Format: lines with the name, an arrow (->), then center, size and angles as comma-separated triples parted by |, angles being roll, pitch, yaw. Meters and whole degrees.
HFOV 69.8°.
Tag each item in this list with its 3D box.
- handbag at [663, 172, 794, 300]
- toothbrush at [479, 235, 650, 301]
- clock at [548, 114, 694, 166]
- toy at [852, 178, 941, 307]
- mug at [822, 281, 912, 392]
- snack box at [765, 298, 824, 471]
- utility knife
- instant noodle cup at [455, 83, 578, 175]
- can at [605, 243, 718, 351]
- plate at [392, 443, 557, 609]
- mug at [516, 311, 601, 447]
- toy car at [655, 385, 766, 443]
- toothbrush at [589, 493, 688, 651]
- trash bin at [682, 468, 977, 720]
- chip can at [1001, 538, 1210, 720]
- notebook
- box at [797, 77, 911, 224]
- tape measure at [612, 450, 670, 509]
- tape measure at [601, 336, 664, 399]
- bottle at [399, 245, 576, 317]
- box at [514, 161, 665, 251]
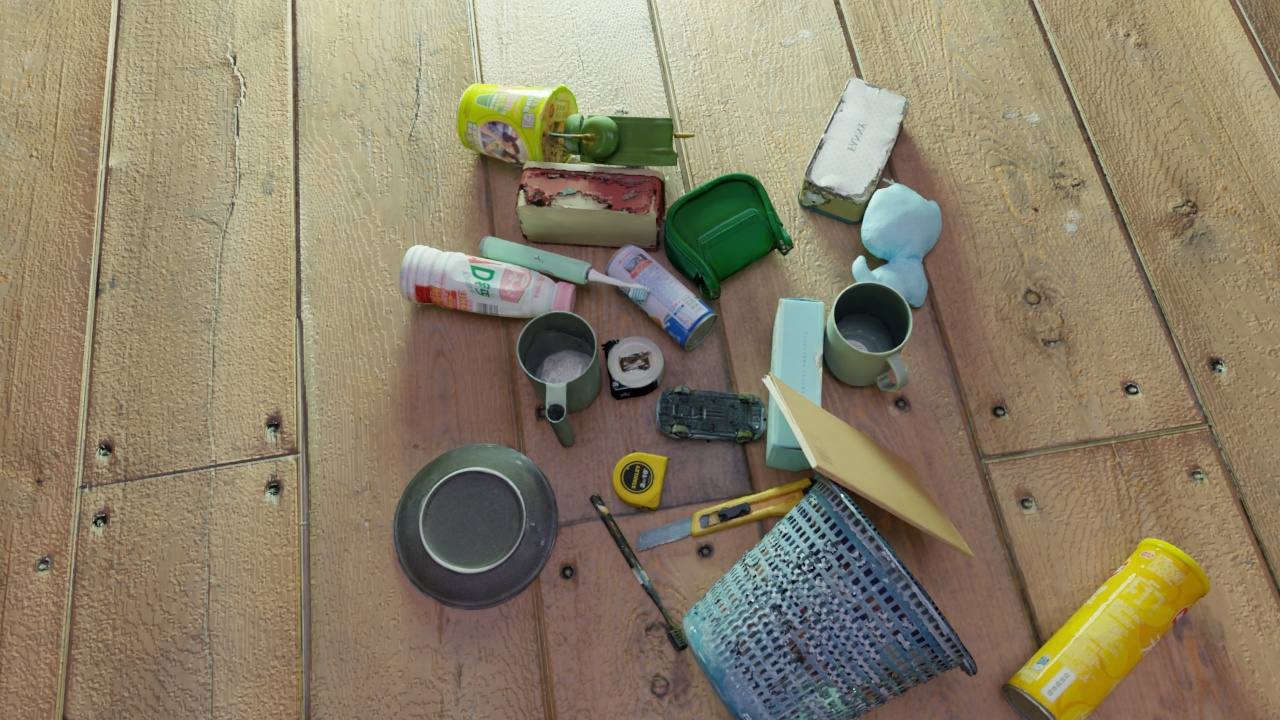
handbag -> 0.099, -0.145, 1.065 | 0.131, 0.068, 0.120 | -32, 71, -9
toothbrush -> -0.089, -0.107, 1.058 | 0.225, 0.026, 0.027 | 17, 81, 22
clock -> -0.028, -0.260, 1.080 | 0.161, 0.116, 0.056 | -5, 106, -26
toy -> 0.295, -0.135, 1.050 | 0.161, 0.050, 0.156 | -17, 89, -30
mug -> 0.246, -0.013, 0.982 | 0.082, 0.106, 0.111 | -28, 69, -9
snack box -> 0.167, 0.025, 0.988 | 0.051, 0.074, 0.174 | 5, 68, 5
utility knife -> 0.096, 0.164, 0.968 | 0.215, 0.015, 0.033 | -16, 65, -3
instant noodle cup -> -0.154, -0.289, 1.121 | 0.123, 0.112, 0.111 | 15, 69, 16
can -> 0.023, -0.074, 1.048 | 0.053, 0.053, 0.134 | -43, 72, -13
plate -> -0.177, 0.171, 0.975 | 0.179, 0.024, 0.179 | -1, 67, 2
mug -> -0.084, 0.024, 0.987 | 0.084, 0.103, 0.123 | -1, 69, 2
toy car -> 0.077, 0.061, 1.001 | 0.120, 0.037, 0.054 | 4, 67, -3
toothbrush -> -0.005, 0.217, 0.951 | 0.012, 0.017, 0.185 | -43, 67, 25
trash bin -> 0.155, 0.243, 0.843 | 0.195, 0.226, 0.226 | -37, 70, 2
chip can -> 0.446, 0.266, 0.877 | 0.213, 0.072, 0.072 | -39, 71, -13
notebook -> 0.216, 0.100, 0.877 | 0.012, 0.211, 0.149 | -51, 26, 18
box -> 0.260, -0.259, 1.108 | 0.090, 0.061, 0.184 | 25, 69, 12
tape measure -> -0.001, 0.128, 0.980 | 0.057, 0.029, 0.060 | 10, 69, 6
tape measure -> -0.006, 0.006, 1.028 | 0.066, 0.034, 0.065 | -12, 69, -1
bottle -> -0.173, -0.085, 1.058 | 0.197, 0.068, 0.068 | 10, 69, 4
box -> -0.058, -0.173, 1.072 | 0.168, 0.091, 0.076 | 4, 65, 5
